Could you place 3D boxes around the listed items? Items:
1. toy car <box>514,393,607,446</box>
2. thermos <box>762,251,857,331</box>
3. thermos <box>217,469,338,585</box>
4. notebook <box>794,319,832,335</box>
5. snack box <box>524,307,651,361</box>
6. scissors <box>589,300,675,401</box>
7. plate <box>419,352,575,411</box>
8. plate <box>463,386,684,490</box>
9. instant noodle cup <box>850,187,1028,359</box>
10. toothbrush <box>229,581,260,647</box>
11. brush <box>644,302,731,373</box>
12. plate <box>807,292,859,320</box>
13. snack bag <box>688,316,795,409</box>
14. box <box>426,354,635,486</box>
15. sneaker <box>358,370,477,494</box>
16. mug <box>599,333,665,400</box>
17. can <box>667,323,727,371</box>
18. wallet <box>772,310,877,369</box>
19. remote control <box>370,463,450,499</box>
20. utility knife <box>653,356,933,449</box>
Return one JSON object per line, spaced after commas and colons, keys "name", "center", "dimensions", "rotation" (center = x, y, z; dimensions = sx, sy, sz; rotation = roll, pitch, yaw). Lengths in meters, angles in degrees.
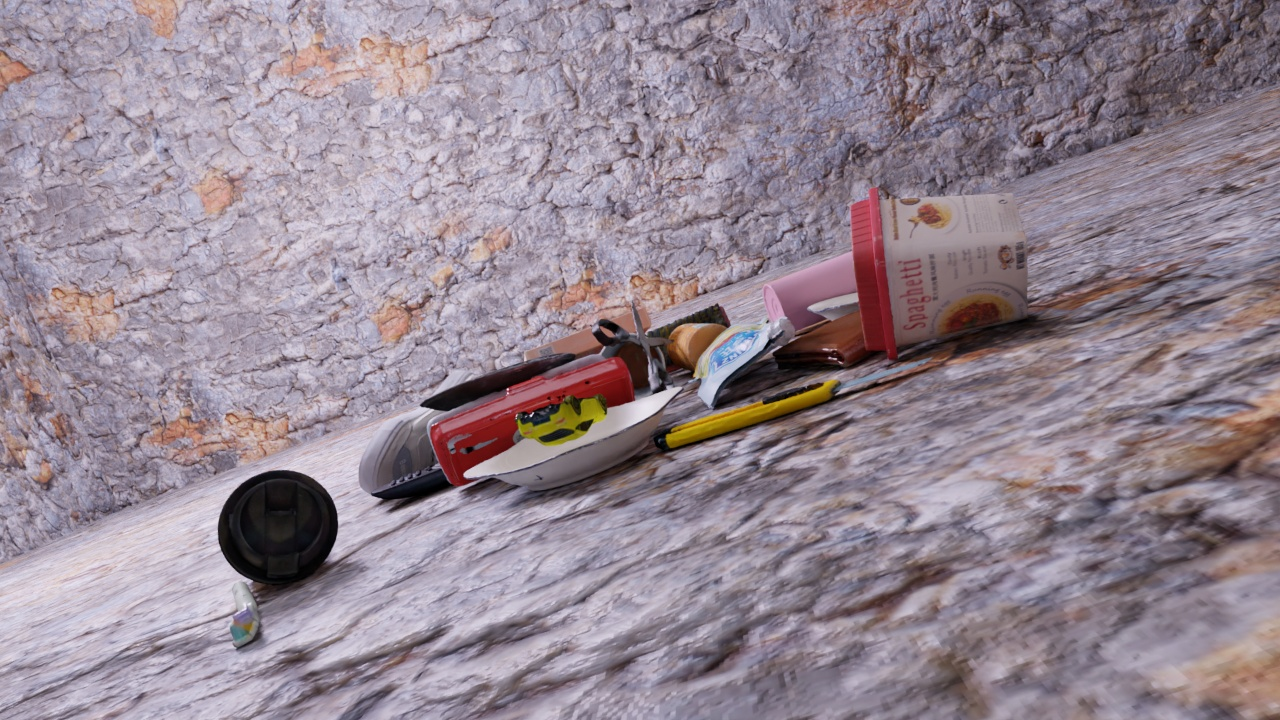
{"name": "toy car", "center": [-0.057, 0.047, 0.712], "dimensions": [0.048, 0.032, 0.105], "rotation": [-19, -5, 17]}
{"name": "thermos", "center": [0.245, -0.101, 1.077], "dimensions": [0.198, 0.087, 0.067], "rotation": [-21, 37, -5]}
{"name": "thermos", "center": [-0.317, 0.147, 0.788], "dimensions": [0.092, 0.093, 0.144], "rotation": [-24, -2, -32]}
{"name": "notebook", "center": [0.254, -0.065, 1.167], "dimensions": [0.148, 0.008, 0.207], "rotation": [-16, 7, 40]}
{"name": "snack box", "center": [-0.067, -0.020, 1.133], "dimensions": [0.157, 0.026, 0.084], "rotation": [-21, -5, -10]}
{"name": "scissors", "center": [-0.001, -0.019, 0.998], "dimensions": [0.014, 0.181, 0.159], "rotation": [-44, -47, 19]}
{"name": "plate", "center": [-0.154, 0.030, 1.016], "dimensions": [0.179, 0.024, 0.179], "rotation": [-19, -5, -2]}
{"name": "plate", "center": [-0.049, 0.072, 0.776], "dimensions": [0.165, 0.034, 0.163], "rotation": [-17, 6, 33]}
{"name": "instant noodle cup", "center": [0.235, -0.074, 0.725], "dimensions": [0.124, 0.116, 0.116], "rotation": [-6, 38, 16]}
{"name": "toothbrush", "center": [-0.297, 0.182, 0.685], "dimensions": [0.020, 0.029, 0.190], "rotation": [23, -14, -21]}
{"name": "brush", "center": [0.052, -0.017, 1.209], "dimensions": [0.146, 0.063, 0.069], "rotation": [-22, -25, 3]}
{"name": "plate", "center": [0.266, -0.067, 0.966], "dimensions": [0.164, 0.034, 0.163], "rotation": [-18, 4, 0]}
{"name": "snack bag", "center": [0.095, -0.005, 0.903], "dimensions": [0.110, 0.039, 0.191], "rotation": [-35, 4, 1]}
{"name": "box", "center": [-0.113, 0.046, 0.915], "dimensions": [0.201, 0.095, 0.100], "rotation": [-21, 41, -14]}
{"name": "sneaker", "center": [-0.234, 0.092, 1.091], "dimensions": [0.091, 0.090, 0.241], "rotation": [15, 31, 17]}
{"name": "mug", "center": [-0.007, 0.006, 1.105], "dimensions": [0.078, 0.078, 0.122], "rotation": [-20, 0, 4]}
{"name": "can", "center": [0.070, -0.015, 1.079], "dimensions": [0.058, 0.058, 0.146], "rotation": [-21, 5, -7]}
{"name": "wallet", "center": [0.189, -0.019, 0.837], "dimensions": [0.101, 0.032, 0.125], "rotation": [-25, 6, -19]}
{"name": "remote control", "center": [-0.213, 0.121, 0.959], "dimensions": [0.136, 0.024, 0.053], "rotation": [-20, 3, -12]}
{"name": "utility knife", "center": [0.111, 0.030, 0.693], "dimensions": [0.224, 0.015, 0.033], "rotation": [-19, 8, 16]}
